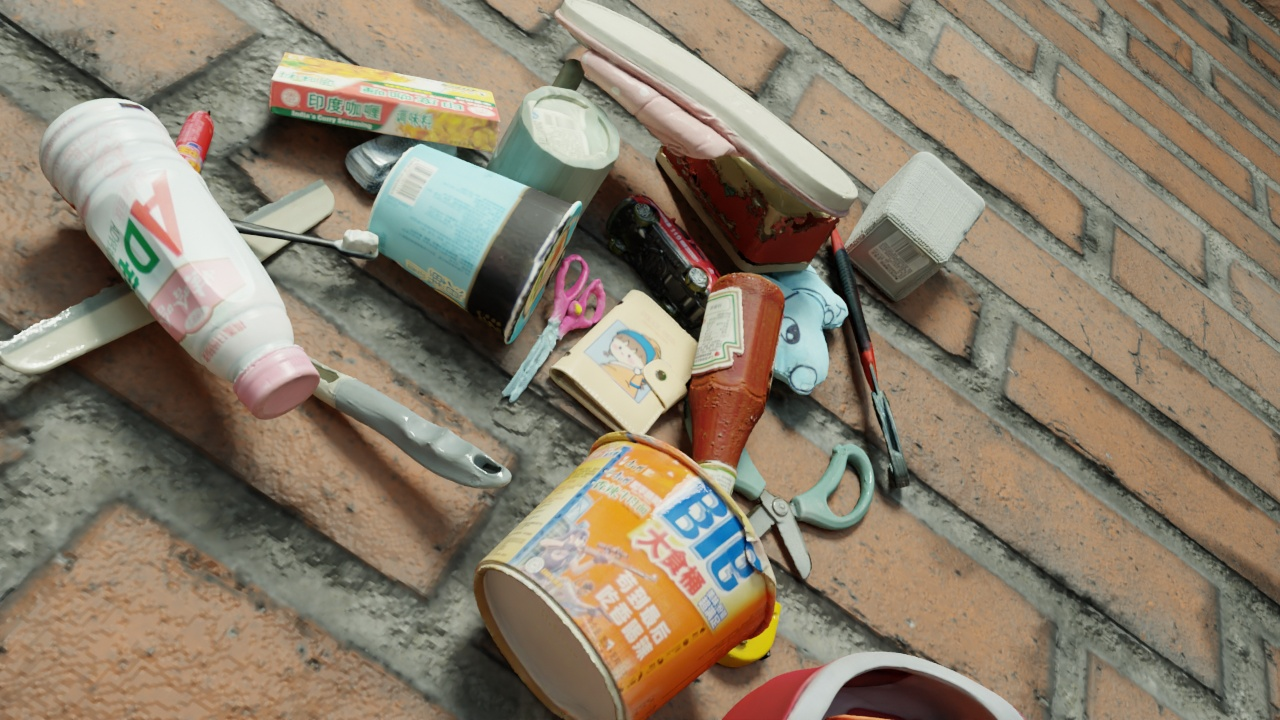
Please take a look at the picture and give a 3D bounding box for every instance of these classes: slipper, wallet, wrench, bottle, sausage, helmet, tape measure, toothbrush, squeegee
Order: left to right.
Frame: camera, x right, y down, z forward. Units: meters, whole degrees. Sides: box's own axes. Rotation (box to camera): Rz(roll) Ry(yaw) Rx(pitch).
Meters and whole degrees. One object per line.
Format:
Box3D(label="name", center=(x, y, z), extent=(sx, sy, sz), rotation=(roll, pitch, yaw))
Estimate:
Box3D(label="sausage", center=(-0.299, -0.108, 0.587), extent=(0.020, 0.020, 0.155), rotation=(17, 53, -21))
Box3D(label="bottle", center=(-0.247, -0.054, 0.502), extent=(0.068, 0.068, 0.197), rotation=(-31, 75, -41))
Box3D(label="toothbrush", center=(-0.255, -0.086, 0.572), extent=(0.181, 0.018, 0.015), rotation=(8, 53, -22))
Box3D(label="squeegee", center=(-0.183, 0.012, 0.556), extent=(0.246, 0.039, 0.245), rotation=(34, 40, 5))
Box3D(label="wallet", center=(-0.004, 0.004, 0.694), extent=(0.087, 0.024, 0.114), rotation=(40, 46, 4))
Box3D(label="slipper", center=(0.047, -0.189, 0.715), extent=(0.274, 0.055, 0.114), rotation=(34, 28, -2))
Box3D(label="bottle", center=(0.062, 0.036, 0.664), extent=(0.059, 0.060, 0.205), rotation=(22, 66, -18))
Box3D(label="tape measure", center=(0.065, 0.175, 0.616), extent=(0.060, 0.029, 0.057), rotation=(32, 49, -10))
Box3D(label="helmet", center=(0.111, 0.284, 0.499), extent=(0.206, 0.144, 0.239), rotation=(6, 71, -28))
Box3D(label="wrench", center=(0.200, -0.014, 0.819), extent=(0.016, 0.056, 0.272), rotation=(-13, 56, 9))

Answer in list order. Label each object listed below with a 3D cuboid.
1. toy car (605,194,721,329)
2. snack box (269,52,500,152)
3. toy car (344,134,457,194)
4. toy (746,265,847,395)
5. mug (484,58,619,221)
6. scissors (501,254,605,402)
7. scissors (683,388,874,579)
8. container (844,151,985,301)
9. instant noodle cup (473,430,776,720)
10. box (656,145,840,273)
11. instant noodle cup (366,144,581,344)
Box3D(label="toy car", center=(0.022, -0.082, 0.748), extent=(0.120, 0.053, 0.045), rotation=(50, 46, 3))
Box3D(label="snack box", center=(-0.184, -0.189, 0.672), extent=(0.155, 0.027, 0.077), rotation=(6, 29, -18))
Box3D(label="toy car", center=(-0.176, -0.154, 0.685), extent=(0.043, 0.034, 0.090), rotation=(47, 46, 9))
Box3D(label="toy", center=(0.120, -0.039, 0.781), extent=(0.156, 0.050, 0.161), rotation=(-10, 56, -34))
Box3D(label="mug", center=(-0.072, -0.159, 0.705), extent=(0.083, 0.104, 0.123), rotation=(16, 54, -22))
Box3D(label="scissors", center=(-0.066, -0.022, 0.665), extent=(0.134, 0.017, 0.063), rotation=(-55, 134, -36))
Box3D(label="scissors", center=(0.108, 0.077, 0.716), extent=(0.173, 0.019, 0.170), rotation=(-23, 75, -39))
Box3D(label="container", center=(0.266, -0.129, 0.908), extent=(0.090, 0.090, 0.114), rotation=(41, 51, 0))
Box3D(label="instant noodle cup", center=(-0.015, 0.132, 0.522), extent=(0.111, 0.152, 0.151), rotation=(-35, 82, -33))
Box3D(label="box", center=(0.094, -0.161, 0.803), extent=(0.091, 0.080, 0.168), rotation=(-7, 50, -35))
Box3D(label="instant noodle cup", center=(-0.118, -0.087, 0.636), extent=(0.120, 0.111, 0.111), rotation=(27, 49, -2))
